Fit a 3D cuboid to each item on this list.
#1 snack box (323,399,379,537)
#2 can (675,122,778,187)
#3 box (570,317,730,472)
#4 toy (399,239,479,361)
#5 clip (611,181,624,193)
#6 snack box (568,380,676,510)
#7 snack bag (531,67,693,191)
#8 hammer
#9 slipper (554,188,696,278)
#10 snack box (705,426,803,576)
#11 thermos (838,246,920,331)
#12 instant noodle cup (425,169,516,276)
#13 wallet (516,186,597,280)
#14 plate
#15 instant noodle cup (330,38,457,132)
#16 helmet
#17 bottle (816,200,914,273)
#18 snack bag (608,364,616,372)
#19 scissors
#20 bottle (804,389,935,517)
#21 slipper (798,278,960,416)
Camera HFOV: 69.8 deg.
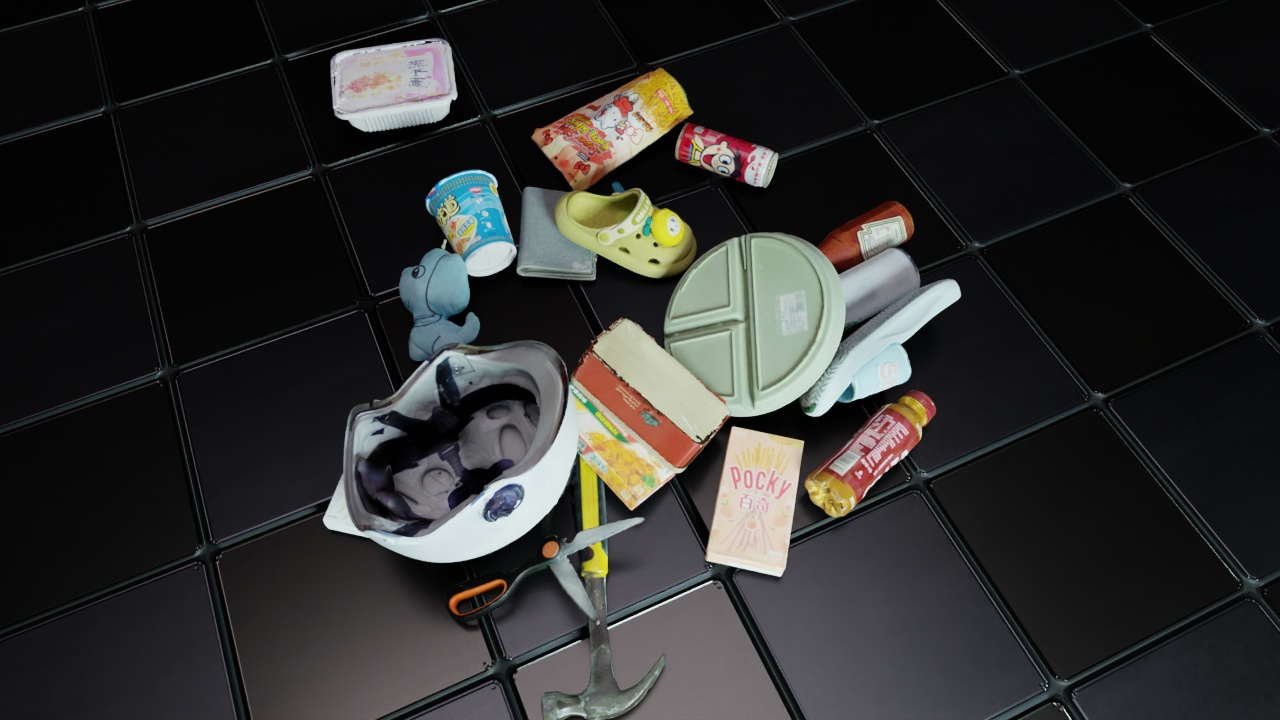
[{"bbox_3d":[-0.286,0.123,1.034,0.085,0.027,0.156,11,60,7],"label":"snack box"},{"bbox_3d":[0.118,-0.281,1.260,0.133,0.053,0.053,22,61,13],"label":"can"},{"bbox_3d":[0.016,0.032,1.024,0.168,0.078,0.091,41,43,6],"label":"box"},{"bbox_3d":[-0.249,-0.072,1.127,0.162,0.049,0.156,13,79,34],"label":"toy"},{"bbox_3d":[-0.023,-0.216,1.241,0.014,0.046,0.057,-24,65,-17],"label":"clip"},{"bbox_3d":[-0.035,0.087,1.022,0.156,0.027,0.076,46,44,12],"label":"snack box"},{"bbox_3d":[-0.039,-0.329,1.293,0.207,0.073,0.128,-33,64,-10],"label":"snack bag"},{"bbox_3d":[-0.047,0.211,0.976,0.126,0.032,0.322,-5,58,-2],"label":"hammer"},{"bbox_3d":[-0.014,-0.171,1.161,0.190,0.082,0.091,18,61,-8],"label":"slipper"},{"bbox_3d":[0.127,0.153,1.012,0.084,0.026,0.157,11,60,7],"label":"snack box"},{"bbox_3d":[0.232,-0.061,1.119,0.224,0.073,0.073,-27,62,-15],"label":"thermos"},{"bbox_3d":[-0.212,-0.170,1.178,0.099,0.099,0.110,-21,70,-12],"label":"instant noodle cup"},{"bbox_3d":[-0.105,-0.163,1.198,0.106,0.037,0.129,5,60,-10],"label":"wallet"},{"bbox_3d":[0.124,-0.048,1.069,0.231,0.027,0.229,-11,67,28],"label":"plate"},{"bbox_3d":[-0.353,-0.392,1.328,0.173,0.060,0.137,-9,59,-7],"label":"instant noodle cup"},{"bbox_3d":[-0.168,0.106,0.947,0.258,0.146,0.229,-31,44,-4],"label":"helmet"},{"bbox_3d":[0.251,-0.136,1.170,0.206,0.060,0.059,-28,63,-12],"label":"bottle"},{"bbox_3d":[-0.007,0.006,1.097,0.104,0.026,0.048,22,102,13],"label":"snack bag"},{"bbox_3d":[-0.104,0.194,0.962,0.230,0.022,0.220,-23,48,7],"label":"scissors"},{"bbox_3d":[0.261,0.099,1.024,0.174,0.058,0.057,-39,66,-21],"label":"bottle"},{"bbox_3d":[0.283,-0.008,1.069,0.245,0.104,0.074,-37,92,-14],"label":"slipper"}]
